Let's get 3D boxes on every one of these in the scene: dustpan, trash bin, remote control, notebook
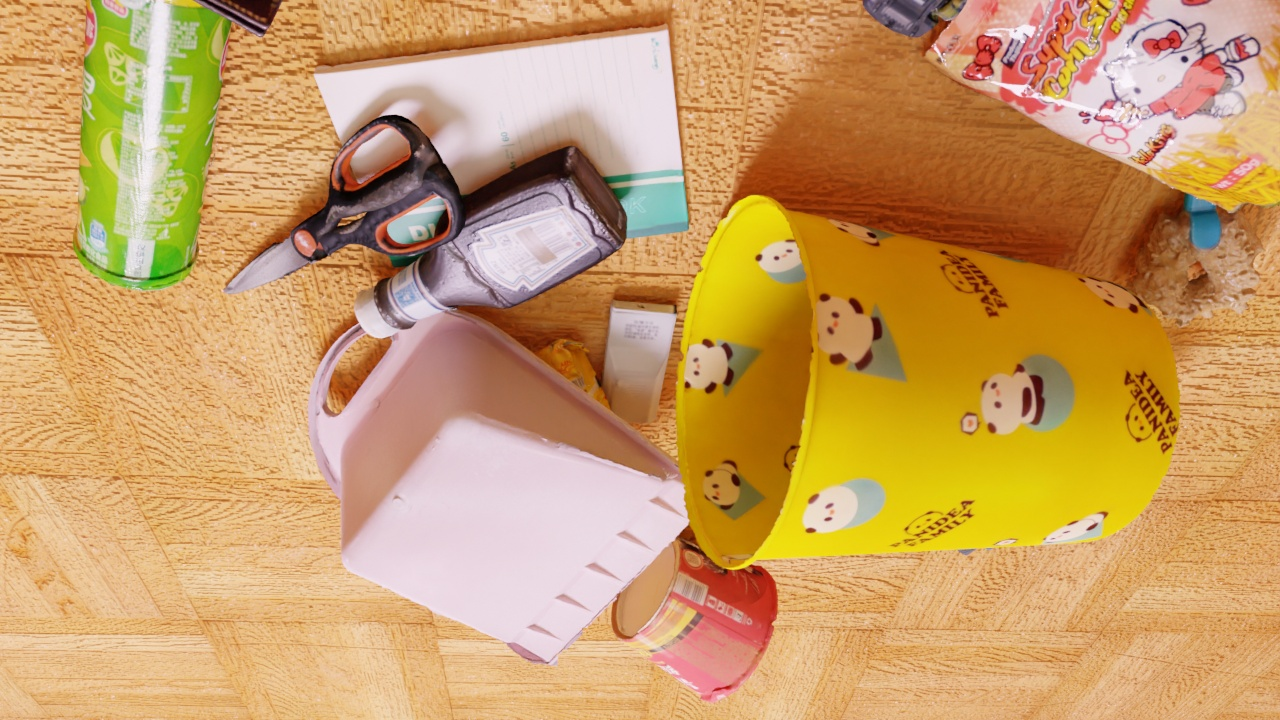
[{"bbox_3d":[-0.116,0.083,0.706,0.273,0.138,0.223,31,112,-32],"label":"dustpan"},{"bbox_3d":[0.176,0.023,0.602,0.255,0.229,0.230,5,135,-15],"label":"trash bin"},{"bbox_3d":[-0.004,0.004,0.706,0.049,0.024,0.125,3,134,-6],"label":"remote control"},{"bbox_3d":[-0.079,-0.129,0.580,0.209,0.012,0.150,-6,136,4],"label":"notebook"}]

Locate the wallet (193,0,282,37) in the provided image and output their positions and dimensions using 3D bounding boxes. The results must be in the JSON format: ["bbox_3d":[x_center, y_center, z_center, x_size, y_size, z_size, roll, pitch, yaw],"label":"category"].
[{"bbox_3d":[-0.217,-0.224,0.432,0.122,0.096,0.020,25,169,-23],"label":"wallet"}]

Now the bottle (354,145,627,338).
[{"bbox_3d":[-0.106,-0.067,0.604,0.195,0.044,0.080,-24,128,23],"label":"bottle"}]

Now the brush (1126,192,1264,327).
[{"bbox_3d":[0.362,-0.123,0.576,0.083,0.045,0.255,-3,131,15],"label":"brush"}]

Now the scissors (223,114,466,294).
[{"bbox_3d":[-0.200,-0.069,0.598,0.125,0.021,0.236,45,126,-4],"label":"scissors"}]

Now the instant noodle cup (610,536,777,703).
[{"bbox_3d":[0.046,0.234,0.870,0.108,0.137,0.138,33,126,-19],"label":"instant noodle cup"}]

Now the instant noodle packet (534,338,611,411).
[{"bbox_3d":[-0.082,0.045,0.714,0.128,0.044,0.111,-20,107,16],"label":"instant noodle packet"}]

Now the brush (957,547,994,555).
[{"bbox_3d":[0.287,0.120,0.807,0.074,0.055,0.144,-26,130,24],"label":"brush"}]

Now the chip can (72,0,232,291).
[{"bbox_3d":[-0.281,-0.135,0.525,0.072,0.072,0.222,18,131,-18],"label":"chip can"}]

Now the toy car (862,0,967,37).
[{"bbox_3d":[0.163,-0.224,0.466,0.053,0.045,0.121,22,136,-25],"label":"toy car"}]

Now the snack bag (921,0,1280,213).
[{"bbox_3d":[0.277,-0.168,0.501,0.208,0.073,0.129,27,131,-4],"label":"snack bag"}]
